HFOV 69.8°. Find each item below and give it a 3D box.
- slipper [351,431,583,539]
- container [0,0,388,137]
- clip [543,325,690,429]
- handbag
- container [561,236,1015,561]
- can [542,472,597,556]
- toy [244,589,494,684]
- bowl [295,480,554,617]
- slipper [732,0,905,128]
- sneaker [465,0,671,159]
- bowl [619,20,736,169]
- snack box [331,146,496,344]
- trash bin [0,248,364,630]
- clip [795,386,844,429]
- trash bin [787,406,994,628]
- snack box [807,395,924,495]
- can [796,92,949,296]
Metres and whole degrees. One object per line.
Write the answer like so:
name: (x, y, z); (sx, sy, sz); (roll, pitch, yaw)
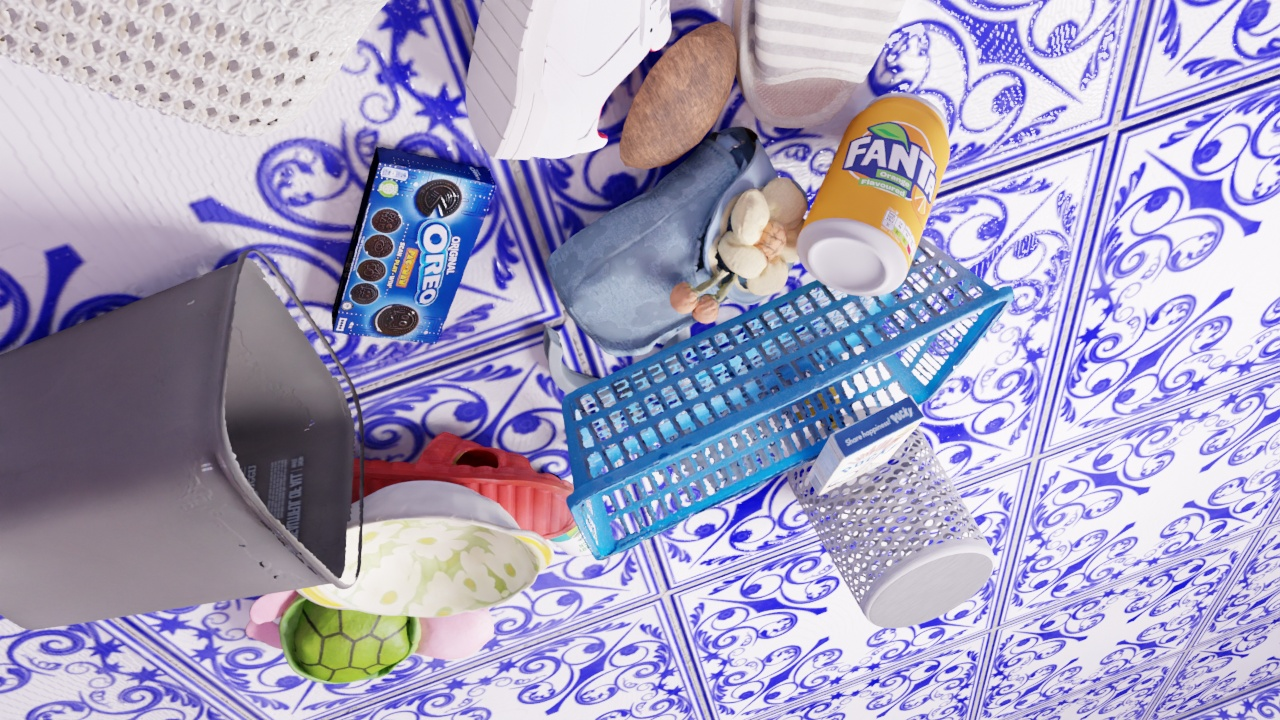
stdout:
slipper: (-0.173, 0.109, 0.824); (0.248, 0.059, 0.104); (6, 135, -7)
container: (-0.224, -0.211, 0.396); (0.251, 0.184, 0.144); (17, 137, -33)
clip: (0.007, -0.001, 0.808); (0.164, 0.030, 0.173); (-26, 139, 8)
handbag: (0.034, -0.075, 0.678); (0.192, 0.118, 0.122); (-34, 139, 1)
container: (0.099, 0.033, 0.768); (0.362, 0.089, 0.257); (-25, 160, -7)
can: (-0.076, 0.155, 0.913); (0.055, 0.055, 0.101); (-31, 137, 9)
toy: (-0.269, 0.266, 0.924); (0.238, 0.087, 0.190); (9, 112, -24)
bowl: (-0.181, 0.154, 0.774); (0.219, 0.060, 0.188); (-14, 142, 9)
slipper: (0.123, -0.266, 0.572); (0.114, 0.054, 0.273); (-5, 135, -11)
sneaker: (-0.023, -0.223, 0.531); (0.104, 0.090, 0.237); (-5, 134, -31)
bowl: (0.032, -0.167, 0.611); (0.101, 0.026, 0.114); (-35, 162, -34)
snack box: (-0.165, -0.077, 0.659); (0.082, 0.027, 0.151); (6, 131, -28)
trash bin: (-0.333, 0.068, 0.628); (0.220, 0.197, 0.198); (-15, 138, 1)
clip: (0.185, 0.048, 0.927); (0.054, 0.048, 0.046); (-18, -178, -4)
trash bin: (0.264, 0.168, 0.973); (0.156, 0.183, 0.157); (-12, 137, -12)
snack box: (0.204, 0.081, 0.847); (0.082, 0.026, 0.150); (-25, 161, -7)
can: (0.171, -0.121, 0.664); (0.079, 0.142, 0.079); (21, 152, 12)
